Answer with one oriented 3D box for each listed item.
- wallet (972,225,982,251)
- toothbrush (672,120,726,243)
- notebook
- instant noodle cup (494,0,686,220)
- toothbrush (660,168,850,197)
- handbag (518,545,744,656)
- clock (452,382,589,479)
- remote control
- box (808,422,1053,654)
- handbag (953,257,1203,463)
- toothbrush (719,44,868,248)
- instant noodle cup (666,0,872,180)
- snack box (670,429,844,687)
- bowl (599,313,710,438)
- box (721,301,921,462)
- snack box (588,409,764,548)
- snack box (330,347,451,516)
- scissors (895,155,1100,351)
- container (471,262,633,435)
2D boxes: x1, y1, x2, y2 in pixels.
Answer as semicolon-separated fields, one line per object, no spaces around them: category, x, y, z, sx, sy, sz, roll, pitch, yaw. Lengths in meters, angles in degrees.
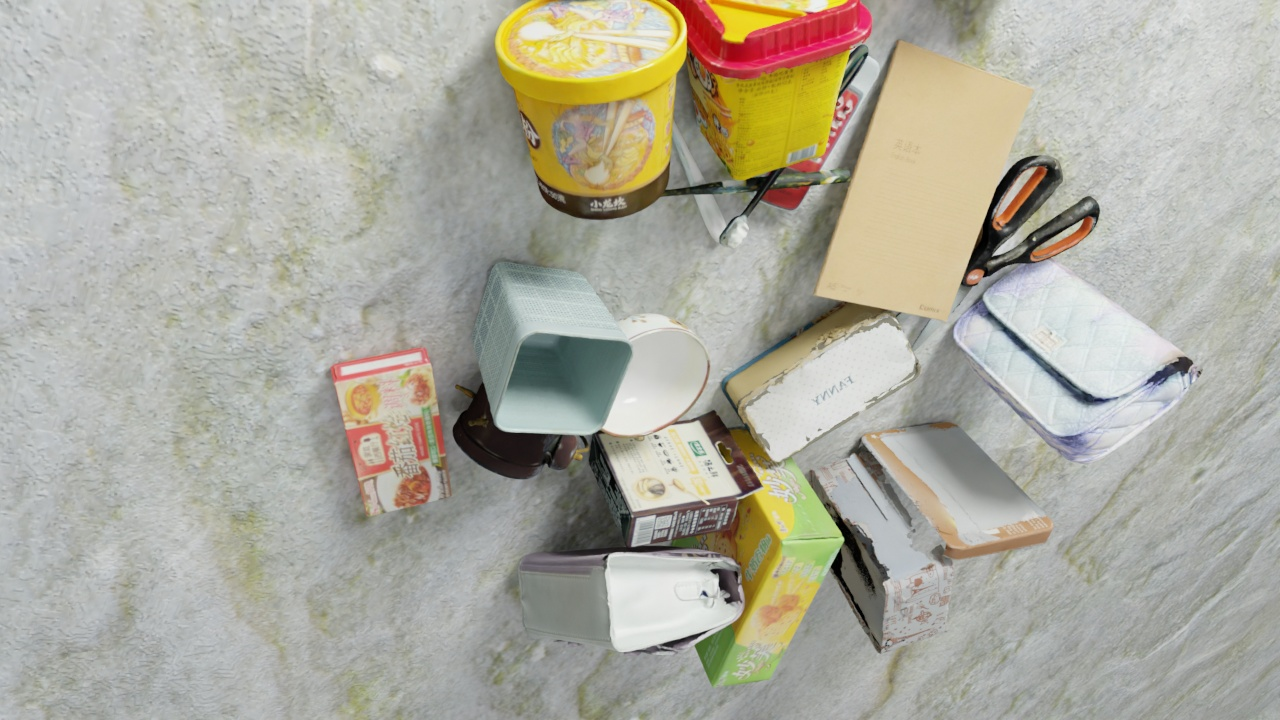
wallet;0.275;-0.112;0.847;0.101;0.020;0.115;-38;135;9
toothbrush;0.035;-0.155;0.706;0.016;0.016;0.180;-28;135;4
notebook;0.237;-0.142;0.774;0.149;0.012;0.212;8;108;-27
instant noodle cup;-0.028;-0.166;0.604;0.118;0.118;0.115;-17;140;-11
toothbrush;0.078;-0.137;0.713;0.185;0.017;0.012;-8;86;-13
handbag;-0.013;0.220;0.861;0.144;0.098;0.197;-4;172;-29
clock;-0.098;0.057;0.767;0.121;0.082;0.055;19;110;-32
remote control;0.134;-0.182;0.724;0.055;0.020;0.136;13;120;-31
box;0.303;0.173;0.979;0.193;0.183;0.157;-16;132;-9
handbag;0.399;-0.006;0.867;0.134;0.193;0.075;-39;131;7
toothbrush;0.117;-0.161;0.698;0.015;0.018;0.181;30;101;-25
instant noodle cup;0.084;-0.202;0.632;0.116;0.116;0.124;-19;143;-9
snack box;0.103;0.197;0.917;0.070;0.157;0.210;3;125;-24
bowl;-0.005;0.005;0.778;0.113;0.062;0.114;-17;132;-20
box;0.163;0.020;0.860;0.184;0.059;0.090;-30;117;5
snack box;0.029;0.105;0.841;0.125;0.113;0.053;-5;128;-21
snack box;-0.203;0.062;0.759;0.075;0.025;0.153;-12;130;-16
scissors;0.335;-0.093;0.863;0.210;0.021;0.222;-5;133;-16
container;-0.074;-0.013;0.701;0.089;0.111;0.090;5;124;-29
